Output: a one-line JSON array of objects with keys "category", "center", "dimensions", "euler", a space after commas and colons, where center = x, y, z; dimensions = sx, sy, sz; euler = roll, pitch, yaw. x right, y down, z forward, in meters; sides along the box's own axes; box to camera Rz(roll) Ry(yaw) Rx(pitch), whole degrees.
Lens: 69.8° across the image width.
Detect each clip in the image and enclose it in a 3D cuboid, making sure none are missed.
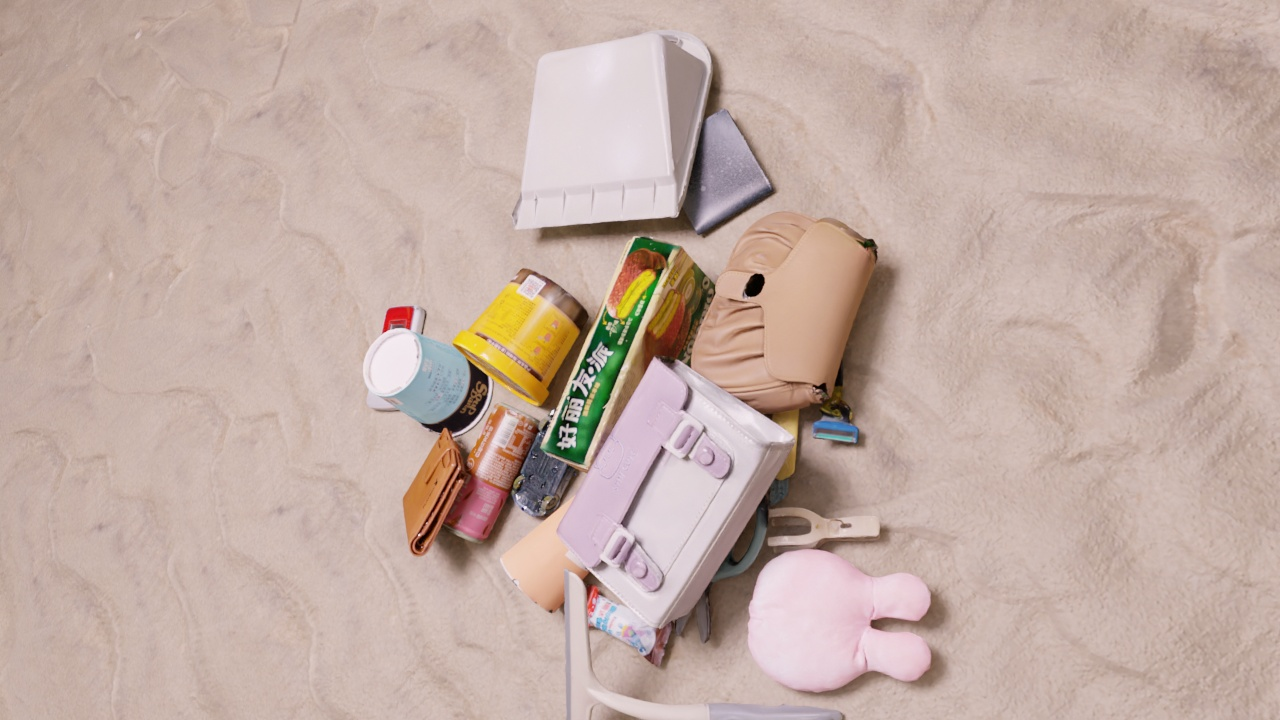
[{"category": "clip", "center": [0.163, 0.159, 0.847], "dimensions": [0.104, 0.089, 0.034], "euler": [2, 67, -6]}]

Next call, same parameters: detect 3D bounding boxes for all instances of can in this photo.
[{"category": "can", "center": [-0.163, 0.121, 0.996], "dimensions": [0.058, 0.058, 0.147], "euler": [22, 81, 31]}]

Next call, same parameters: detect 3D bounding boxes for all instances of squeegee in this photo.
[{"category": "squeegee", "center": [0.050, 0.302, 0.793], "dimensions": [0.247, 0.247, 0.039], "euler": [6, 28, 7]}]

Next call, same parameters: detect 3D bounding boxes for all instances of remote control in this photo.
[{"category": "remote control", "center": [-0.303, -0.004, 1.135], "dimensions": [0.056, 0.020, 0.135], "euler": [-1, 70, 25]}]

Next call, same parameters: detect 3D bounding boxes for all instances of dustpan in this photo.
[{"category": "dustpan", "center": [-0.019, -0.279, 1.078], "dimensions": [0.223, 0.142, 0.257], "euler": [1, 90, 30]}]

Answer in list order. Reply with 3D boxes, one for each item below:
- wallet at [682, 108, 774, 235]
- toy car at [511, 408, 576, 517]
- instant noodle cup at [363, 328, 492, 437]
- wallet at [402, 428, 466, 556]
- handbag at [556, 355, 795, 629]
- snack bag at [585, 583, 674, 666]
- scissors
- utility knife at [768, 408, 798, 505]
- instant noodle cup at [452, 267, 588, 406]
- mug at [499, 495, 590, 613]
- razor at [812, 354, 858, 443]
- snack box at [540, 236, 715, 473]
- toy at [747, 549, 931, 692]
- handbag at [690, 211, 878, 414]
[{"category": "wallet", "center": [0.079, -0.211, 1.017], "dimensions": [0.097, 0.019, 0.120], "euler": [-29, 69, 9]}, {"category": "toy car", "center": [-0.094, 0.110, 0.981], "dimensions": [0.054, 0.036, 0.120], "euler": [29, 95, 29]}, {"category": "instant noodle cup", "center": [-0.245, 0.018, 1.039], "dimensions": [0.111, 0.120, 0.111], "euler": [-10, 66, 23]}, {"category": "wallet", "center": [-0.223, 0.138, 0.989], "dimensions": [0.108, 0.031, 0.132], "euler": [-61, 21, 5]}, {"category": "handbag", "center": [0.024, 0.113, 0.816], "dimensions": [0.145, 0.098, 0.197], "euler": [36, 105, 28]}, {"category": "snack bag", "center": [-0.018, 0.256, 0.892], "dimensions": [0.105, 0.026, 0.045], "euler": [17, 77, 29]}, {"category": "scissors", "center": [0.069, 0.174, 0.858], "dimensions": [0.177, 0.019, 0.174], "euler": [-30, 56, 39]}, {"category": "utility knife", "center": [0.139, 0.055, 0.896], "dimensions": [0.031, 0.019, 0.175], "euler": [-6, 61, 30]}, {"category": "instant noodle cup", "center": [-0.126, -0.029, 1.007], "dimensions": [0.118, 0.118, 0.114], "euler": [28, 77, 31]}, {"category": "mug", "center": [-0.070, 0.183, 0.920], "dimensions": [0.123, 0.078, 0.078], "euler": [-44, 58, 0]}, {"category": "razor", "center": [0.190, 0.013, 0.887], "dimensions": [0.042, 0.022, 0.142], "euler": [7, 67, 2]}, {"category": "snack box", "center": [-0.006, 0.005, 0.930], "dimensions": [0.063, 0.114, 0.240], "euler": [16, 79, 31]}, {"category": "toy", "center": [0.170, 0.227, 0.795], "dimensions": [0.160, 0.054, 0.121], "euler": [0, 78, 27]}, {"category": "handbag", "center": [0.134, -0.050, 0.881], "dimensions": [0.148, 0.099, 0.204], "euler": [6, 67, 41]}]
